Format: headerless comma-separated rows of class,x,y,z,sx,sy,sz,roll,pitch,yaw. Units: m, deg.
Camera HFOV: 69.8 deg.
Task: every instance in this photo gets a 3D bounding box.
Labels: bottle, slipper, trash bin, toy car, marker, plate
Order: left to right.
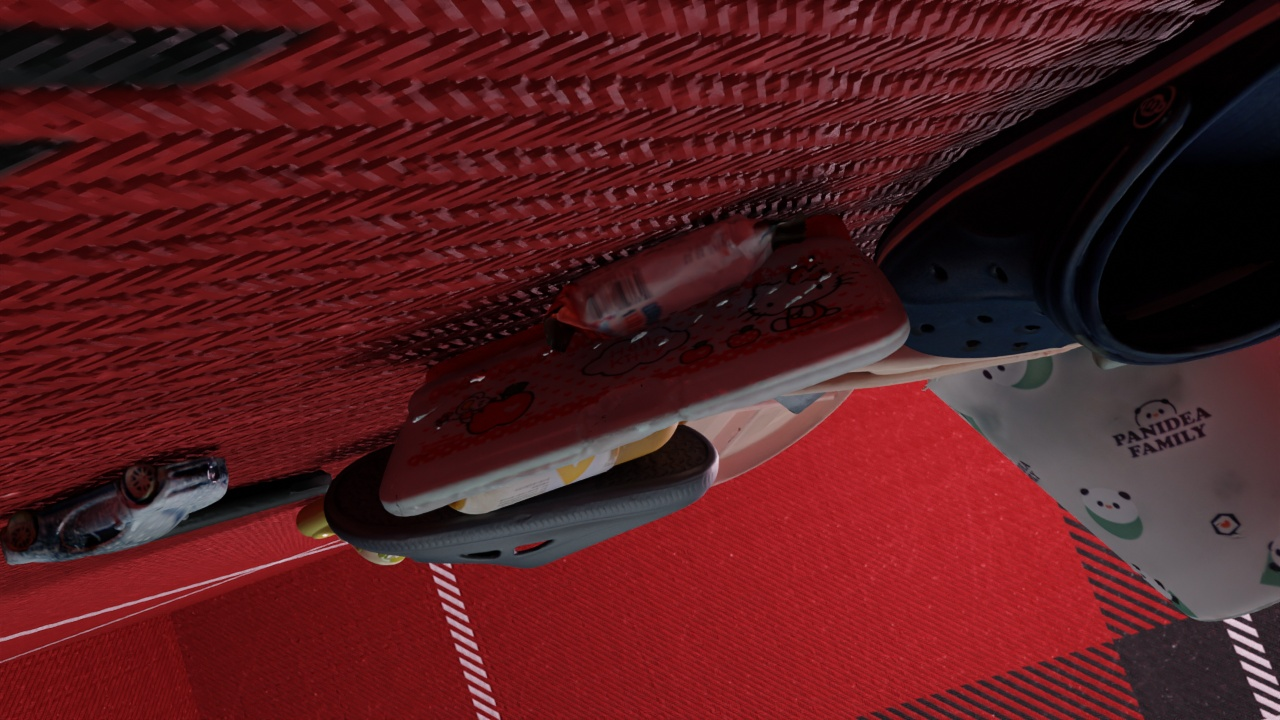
toy car,-0.237,0.070,0.419,0.106,0.031,0.049,-22,174,11
marker,-0.252,0.090,0.579,0.022,0.020,0.131,-11,179,32
slipper,-0.226,0.142,0.833,0.191,0.081,0.091,-20,177,25
slipper,-0.075,0.104,0.632,0.268,0.083,0.110,-7,-153,-15
bottle,-0.040,0.042,0.592,0.189,0.068,0.068,-16,172,-31
plate,0.103,0.036,0.796,0.229,0.028,0.230,-25,151,-15
trash bin,0.383,0.034,0.679,0.229,0.252,0.230,-40,168,-10
slipper,0.180,-0.043,0.308,0.105,0.095,0.253,28,152,-14

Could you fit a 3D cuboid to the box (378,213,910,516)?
box,-0.001,-0.004,0.382,0.201,0.060,0.160,-20,-170,9

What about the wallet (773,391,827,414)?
wallet,0.145,0.002,0.738,0.097,0.019,0.120,-38,153,12

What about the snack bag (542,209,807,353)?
snack bag,0.011,-0.030,0.334,0.105,0.026,0.045,-22,170,6

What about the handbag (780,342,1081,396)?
handbag,0.142,-0.020,0.521,0.234,0.093,0.193,-19,173,10

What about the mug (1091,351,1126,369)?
mug,0.314,-0.062,0.550,0.103,0.124,0.083,-18,-163,6
